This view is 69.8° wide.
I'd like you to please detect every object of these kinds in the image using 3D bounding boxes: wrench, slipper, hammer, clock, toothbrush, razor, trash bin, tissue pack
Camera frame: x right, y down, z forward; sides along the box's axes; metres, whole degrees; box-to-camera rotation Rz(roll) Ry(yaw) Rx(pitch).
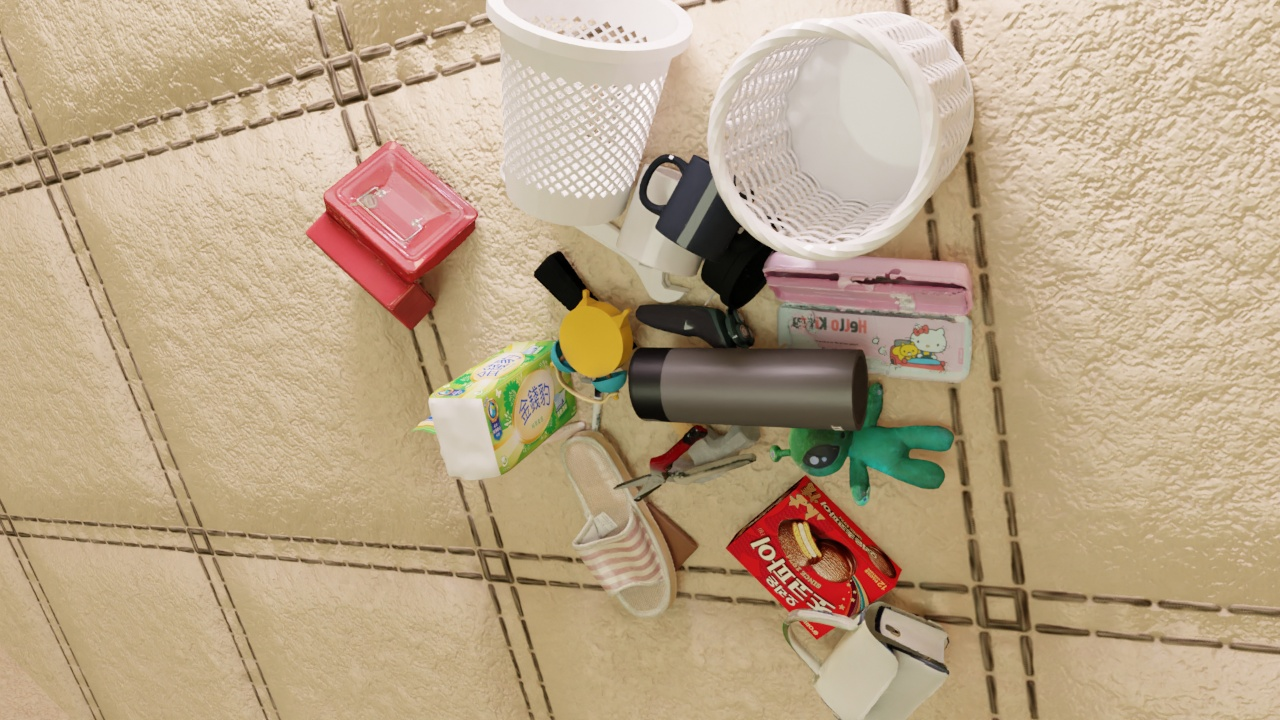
[{"bbox_3d":[-0.055,-0.156,1.058,0.273,0.018,0.066,34,124,13],"label":"wrench"},{"bbox_3d":[-0.038,0.217,1.177,0.115,0.052,0.263,-17,100,35],"label":"slipper"},{"bbox_3d":[-0.006,0.006,1.091,0.328,0.039,0.131,49,127,2],"label":"hammer"},{"bbox_3d":[0.108,-0.110,0.943,0.042,0.091,0.121,40,132,21],"label":"clock"},{"bbox_3d":[-0.142,0.112,1.225,0.182,0.018,0.016,-23,99,34],"label":"toothbrush"},{"bbox_3d":[0.059,-0.040,1.031,0.143,0.047,0.052,11,92,28],"label":"razor"},{"bbox_3d":[-0.063,-0.256,0.927,0.195,0.194,0.200,27,131,17],"label":"trash bin"},{"bbox_3d":[-0.188,0.055,1.116,0.142,0.197,0.120,0,105,27],"label":"tissue pack"},{"bbox_3d":[-0.055,-0.012,1.064,0.099,0.043,0.130,26,116,19],"label":"clock"}]

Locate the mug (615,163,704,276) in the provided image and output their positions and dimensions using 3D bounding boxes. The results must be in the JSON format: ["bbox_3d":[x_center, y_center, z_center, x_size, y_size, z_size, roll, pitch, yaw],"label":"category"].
[{"bbox_3d":[0.045,-0.143,0.961,0.121,0.091,0.090,13,109,-23],"label":"mug"}]

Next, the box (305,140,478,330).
[{"bbox_3d":[-0.317,-0.146,1.171,0.156,0.156,0.171,42,153,7],"label":"box"}]

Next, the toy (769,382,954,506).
[{"bbox_3d":[0.229,0.089,0.979,0.193,0.072,0.130,11,77,22],"label":"toy"}]

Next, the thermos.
[{"bbox_3d":[0.110,0.028,0.967,0.241,0.082,0.082,1,112,25],"label":"thermos"}]

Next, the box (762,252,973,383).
[{"bbox_3d":[0.231,-0.052,0.929,0.202,0.066,0.154,7,142,27],"label":"box"}]

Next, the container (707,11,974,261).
[{"bbox_3d":[0.180,-0.202,0.799,0.189,0.186,0.189,12,117,25],"label":"container"}]

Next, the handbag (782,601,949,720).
[{"bbox_3d":[0.243,0.342,1.047,0.176,0.073,0.152,25,128,2],"label":"handbag"}]

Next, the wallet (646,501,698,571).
[{"bbox_3d":[0.012,0.249,1.201,0.087,0.013,0.121,41,125,8],"label":"wallet"}]

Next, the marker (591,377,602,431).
[{"bbox_3d":[-0.057,0.075,1.164,0.011,0.011,0.152,18,119,21],"label":"marker"}]

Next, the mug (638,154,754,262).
[{"bbox_3d":[0.049,-0.152,0.873,0.105,0.071,0.077,32,106,9],"label":"mug"}]

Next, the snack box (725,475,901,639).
[{"bbox_3d":[0.200,0.232,1.074,0.152,0.035,0.133,45,125,5],"label":"snack box"}]

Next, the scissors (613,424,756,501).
[{"bbox_3d":[0.045,0.123,1.063,0.179,0.015,0.185,1,143,11],"label":"scissors"}]
